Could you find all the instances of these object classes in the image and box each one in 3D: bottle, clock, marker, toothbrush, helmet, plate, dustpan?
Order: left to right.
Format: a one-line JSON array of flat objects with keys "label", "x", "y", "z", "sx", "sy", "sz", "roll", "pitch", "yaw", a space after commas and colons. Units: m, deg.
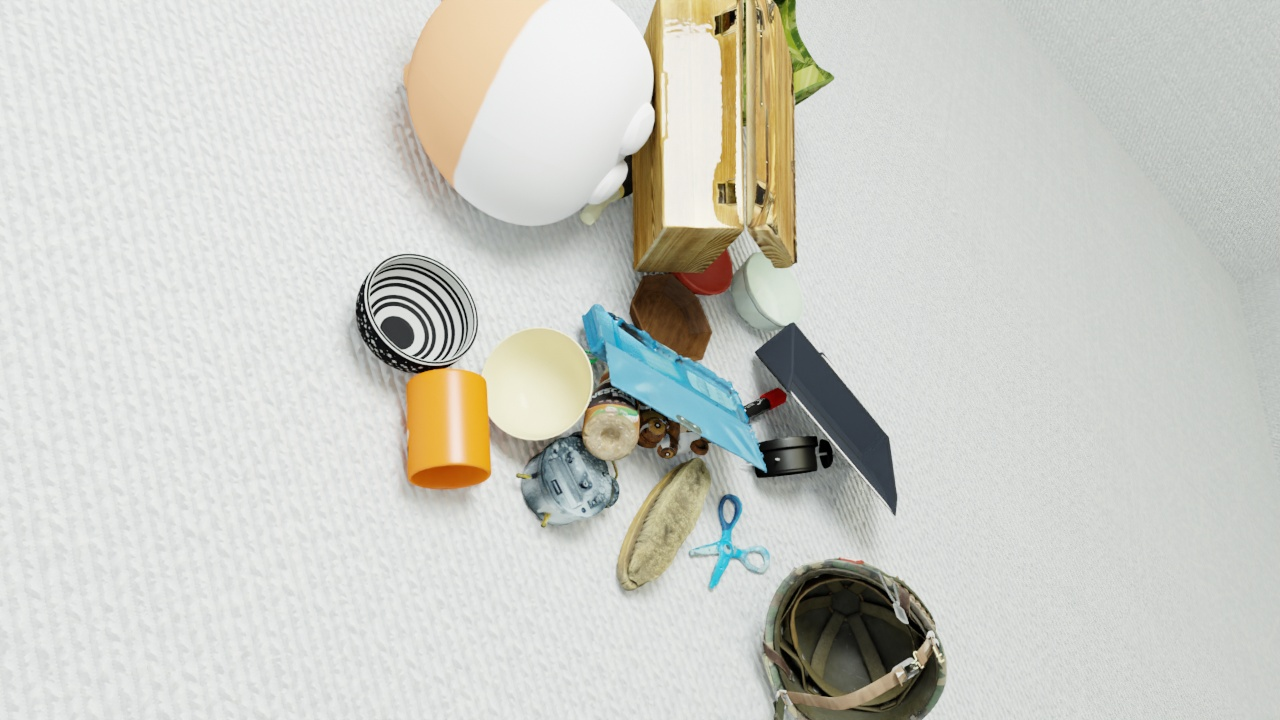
[{"label": "clock", "x": -0.069, "y": 0.124, "z": 0.975, "sx": 0.129, "sy": 0.052, "sz": 0.090, "roll": -21, "pitch": 82, "yaw": -45}, {"label": "bottle", "x": -0.030, "y": 0.049, "z": 1.015, "sx": 0.059, "sy": 0.059, "sz": 0.167, "roll": 44, "pitch": 17, "yaw": -15}, {"label": "bottle", "x": -0.031, "y": -0.232, "z": 1.211, "sx": 0.045, "sy": 0.046, "sz": 0.184, "roll": 46, "pitch": 45, "yaw": -13}, {"label": "toothbrush", "x": -0.007, "y": 0.007, "z": 1.123, "sx": 0.186, "sy": 0.016, "sz": 0.015, "roll": 9, "pitch": 59, "yaw": -38}, {"label": "plate", "x": 0.035, "y": -0.050, "z": 1.184, "sx": 0.131, "sy": 0.025, "sz": 0.131, "roll": 21, "pitch": 55, "yaw": -33}, {"label": "helmet", "x": 0.136, "y": -0.452, "z": 1.347, "sx": 0.243, "sy": 0.247, "sz": 0.213, "roll": -113, "pitch": -177, "yaw": -71}, {"label": "marker", "x": 0.148, "y": 0.066, "z": 1.225, "sx": 0.144, "sy": 0.021, "sz": 0.023, "roll": -20, "pitch": 74, "yaw": -46}, {"label": "clock", "x": 0.196, "y": 0.125, "z": 1.187, "sx": 0.120, "sy": 0.091, "sz": 0.042, "roll": 2, "pitch": 77, "yaw": -37}, {"label": "dustpan", "x": 0.266, "y": 0.055, "z": 1.266, "sx": 0.236, "sy": 0.080, "sz": 0.273, "roll": 48, "pitch": 6, "yaw": -17}, {"label": "helmet", "x": 0.235, "y": 0.324, "z": 1.030, "sx": 0.224, "sy": 0.193, "sz": 0.235, "roll": 58, "pitch": 15, "yaw": -20}]

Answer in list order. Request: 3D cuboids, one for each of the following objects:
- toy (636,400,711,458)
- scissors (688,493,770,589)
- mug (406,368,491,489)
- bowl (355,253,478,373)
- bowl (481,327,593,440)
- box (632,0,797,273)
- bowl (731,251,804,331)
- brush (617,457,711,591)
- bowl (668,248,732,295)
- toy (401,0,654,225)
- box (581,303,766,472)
[{"label": "toy", "x": 0.038, "y": 0.080, "z": 1.089, "sx": 0.112, "sy": 0.067, "sz": 0.087, "roll": 3, "pitch": 41, "yaw": -28}, {"label": "scissors", "x": 0.104, "y": 0.216, "z": 1.111, "sx": 0.137, "sy": 0.012, "sz": 0.127, "roll": 3, "pitch": 66, "yaw": -39}, {"label": "mug", "x": -0.178, "y": 0.073, "z": 0.898, "sx": 0.112, "sy": 0.078, "sz": 0.095, "roll": 40, "pitch": 39, "yaw": -59}, {"label": "bowl", "x": -0.229, "y": -0.038, "z": 0.910, "sx": 0.120, "sy": 0.067, "sz": 0.120, "roll": 21, "pitch": 55, "yaw": -33}, {"label": "bowl", "x": -0.103, "y": 0.031, "z": 0.974, "sx": 0.074, "sy": 0.118, "sz": 0.118, "roll": 59, "pitch": 12, "yaw": -76}, {"label": "box", "x": 0.109, "y": -0.264, "z": 1.094, "sx": 0.220, "sy": 0.259, "sz": 0.279, "roll": 2, "pitch": 84, "yaw": -6}, {"label": "bowl", "x": 0.172, "y": -0.091, "z": 1.305, "sx": 0.117, "sy": 0.061, "sz": 0.117, "roll": 20, "pitch": 56, "yaw": -33}, {"label": "brush", "x": 0.029, "y": 0.181, "z": 1.038, "sx": 0.059, "sy": 0.043, "sz": 0.194, "roll": 47, "pitch": 45, "yaw": -11}, {"label": "bowl", "x": 0.071, "y": -0.139, "z": 1.259, "sx": 0.122, "sy": 0.035, "sz": 0.121, "roll": 21, "pitch": 55, "yaw": -33}, {"label": "toy", "x": -0.126, "y": -0.295, "z": 1.013, "sx": 0.281, "sy": 0.264, "sz": 0.264, "roll": 34, "pitch": 33, "yaw": 1}, {"label": "box", "x": 0.040, "y": 0.034, "z": 1.057, "sx": 0.231, "sy": 0.033, "sz": 0.174, "roll": 31, "pitch": 20, "yaw": -25}]
